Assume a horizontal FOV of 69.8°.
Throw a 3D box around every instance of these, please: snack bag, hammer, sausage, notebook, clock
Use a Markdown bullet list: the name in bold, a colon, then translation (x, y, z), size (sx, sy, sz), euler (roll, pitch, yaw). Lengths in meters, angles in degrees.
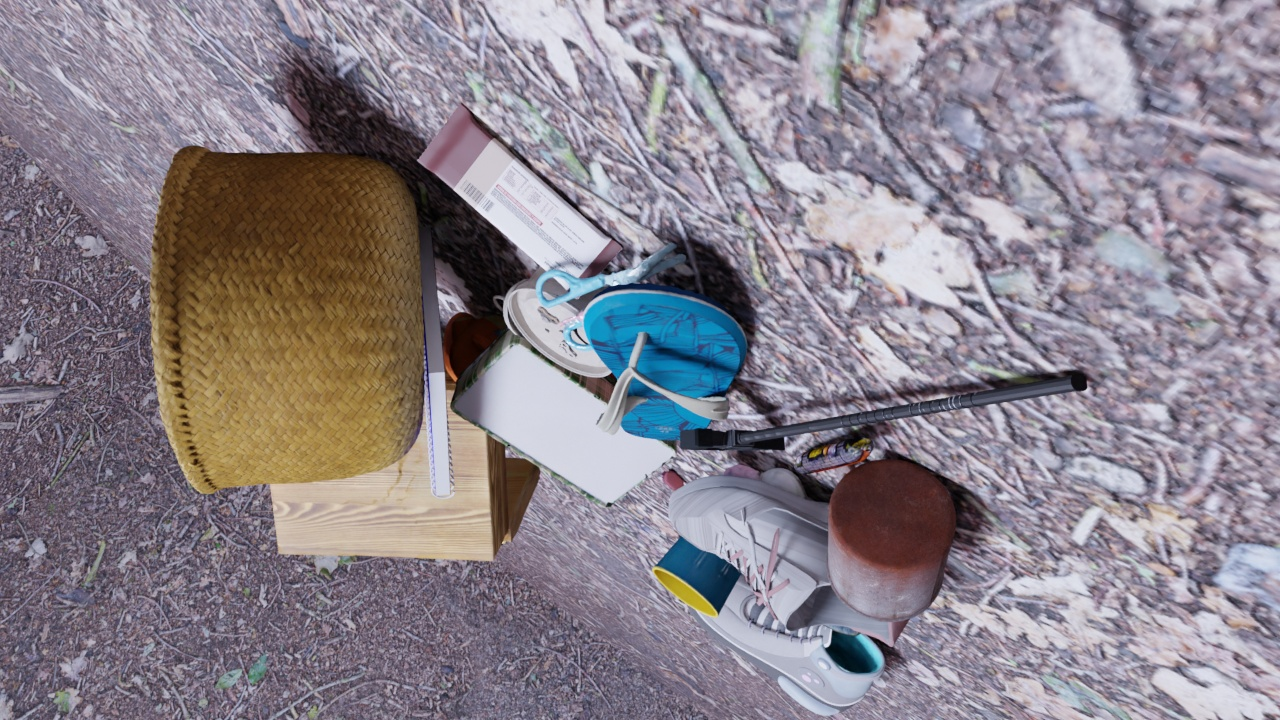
- **snack bag**: translation (-0.090, -0.117, 0.686), size (0.158, 0.057, 0.013), euler (40, -159, -6)
- **hammer**: translation (0.151, 0.039, 0.612), size (0.095, 0.015, 0.326), euler (5, 168, -29)
- **sausage**: translation (0.144, 0.074, 0.699), size (0.020, 0.020, 0.155), euler (38, 167, 1)
- **notebook**: translation (-0.201, 0.002, 0.892), size (0.208, 0.022, 0.172), euler (-108, 19, -44)
- **clock**: translation (-0.067, -0.044, 0.777), size (0.157, 0.061, 0.103), euler (10, 144, 39)

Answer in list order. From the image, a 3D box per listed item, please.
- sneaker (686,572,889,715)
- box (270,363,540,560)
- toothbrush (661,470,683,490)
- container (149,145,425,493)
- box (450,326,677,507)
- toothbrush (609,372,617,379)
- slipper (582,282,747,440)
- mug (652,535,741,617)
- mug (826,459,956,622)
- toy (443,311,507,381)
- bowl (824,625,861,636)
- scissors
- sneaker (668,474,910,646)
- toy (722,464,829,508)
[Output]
- **sneaker**: translation (0.170, 0.312, 1.097), size (0.257, 0.092, 0.161), euler (35, 151, 13)
- **box**: translation (-0.301, 0.122, 1.252), size (0.279, 0.286, 0.336), euler (1, -166, 3)
- **toothbrush**: translation (0.090, 0.191, 1.061), size (0.190, 0.016, 0.016), euler (46, 163, -18)
- **container**: translation (-0.296, -0.042, 0.824), size (0.196, 0.306, 0.308), euler (-3, 164, -13)
- **box**: translation (-0.070, 0.054, 0.885), size (0.205, 0.050, 0.118), euler (34, 121, -22)
- **toothbrush**: translation (-0.005, 0.005, 0.843), size (0.012, 0.017, 0.213), euler (44, 162, -13)
- **slipper**: translation (0.021, 0.027, 0.716), size (0.118, 0.060, 0.295), euler (-1, 157, 1)
- **mug**: translation (0.078, 0.183, 0.916), size (0.078, 0.121, 0.078), euler (33, 158, 15)
- **mug**: translation (0.179, 0.123, 0.693), size (0.110, 0.096, 0.123), euler (82, 164, -54)
- **toy**: translation (-0.158, 0.004, 0.979), size (0.112, 0.096, 0.176), euler (49, 180, -25)
- **bowl**: translation (0.177, 0.208, 0.888), size (0.114, 0.060, 0.114), euler (34, 161, 14)
- **scissors**: translation (-0.024, -0.061, 0.671), size (0.142, 0.015, 0.076), euler (-36, 100, 35)
- **sneaker**: translation (0.122, 0.177, 0.786), size (0.236, 0.089, 0.099), euler (15, 135, 20)
- **toy**: translation (0.130, 0.130, 0.833), size (0.123, 0.037, 0.079), euler (26, 150, 10)
